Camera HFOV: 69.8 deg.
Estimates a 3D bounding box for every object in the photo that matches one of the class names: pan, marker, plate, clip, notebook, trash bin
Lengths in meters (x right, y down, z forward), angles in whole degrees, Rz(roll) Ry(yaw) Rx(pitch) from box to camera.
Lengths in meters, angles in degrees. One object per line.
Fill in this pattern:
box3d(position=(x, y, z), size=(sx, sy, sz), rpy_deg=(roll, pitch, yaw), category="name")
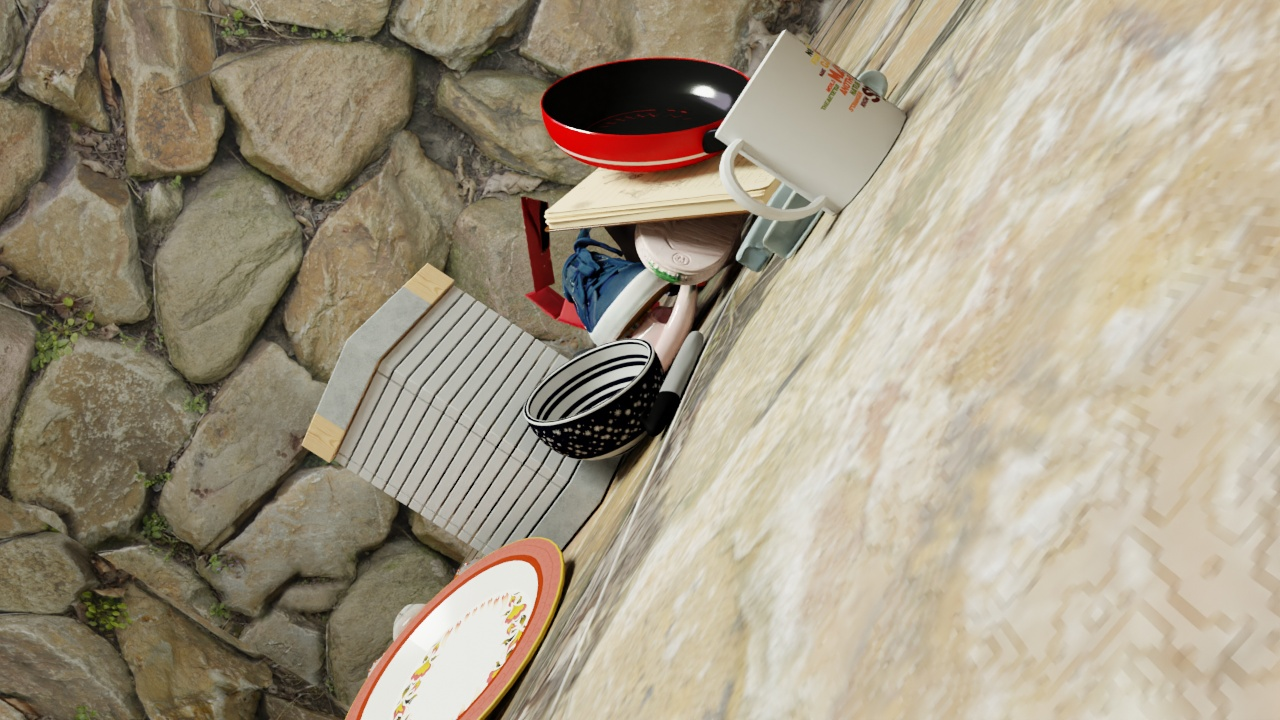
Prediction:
box3d(position=(0.048, -0.216, 0.857), size=(0.208, 0.356, 0.067), rpy_deg=(-24, -49, -24), category="pan")
box3d(position=(0.026, 0.014, 0.725), size=(0.016, 0.022, 0.138), rpy_deg=(-61, 2, 40), category="marker")
box3d(position=(-0.140, 0.229, 0.695), size=(0.230, 0.021, 0.229), rpy_deg=(-37, 18, 14), category="plate")
box3d(position=(0.120, -0.130, 0.698), size=(0.173, 0.030, 0.159), rpy_deg=(-58, 6, -19), category="clip")
box3d(position=(0.037, -0.173, 0.882), size=(0.167, 0.226, 0.024), rpy_deg=(-53, -45, -52), category="notebook")
box3d(position=(-0.150, 0.060, 0.851), size=(0.143, 0.247, 0.142), rpy_deg=(-54, 5, 36), category="trash bin")

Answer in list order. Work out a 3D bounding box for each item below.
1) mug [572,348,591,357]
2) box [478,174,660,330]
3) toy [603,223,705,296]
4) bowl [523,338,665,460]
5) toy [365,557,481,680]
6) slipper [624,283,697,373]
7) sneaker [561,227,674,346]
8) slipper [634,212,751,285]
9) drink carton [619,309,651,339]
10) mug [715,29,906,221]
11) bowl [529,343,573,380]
box3d(position=(-0.049, 0.018, 1.243), size=(0.121, 0.085, 0.094), rpy_deg=(-28, 6, 2), category="mug")
box3d(position=(-0.110, -0.122, 1.320), size=(0.121, 0.318, 0.211), rpy_deg=(-48, 4, 8), category="box")
box3d(position=(0.039, -0.171, 1.149), size=(0.183, 0.140, 0.159), rpy_deg=(-46, -35, -71), category="toy")
box3d(position=(-0.029, 0.042, 0.764), size=(0.120, 0.066, 0.120), rpy_deg=(-23, 23, 10), category="bowl")
box3d(position=(-0.206, 0.278, 0.928), size=(0.163, 0.093, 0.173), rpy_deg=(-51, -1, -28), category="toy")
box3d(position=(-0.005, 0.005, 0.934), size=(0.222, 0.055, 0.106), rpy_deg=(-56, 2, 20), category="slipper")
box3d(position=(-0.045, -0.094, 0.998), size=(0.120, 0.127, 0.294), rpy_deg=(-45, 11, -5), category="sneaker")
box3d(position=(0.058, -0.133, 0.928), size=(0.238, 0.094, 0.065), rpy_deg=(-56, -15, -50), category="slipper")
box3d(position=(-0.012, -0.013, 1.107), size=(0.040, 0.058, 0.122), rpy_deg=(-53, 6, 43), category="drink carton")
box3d(position=(0.096, -0.134, 0.565), size=(0.105, 0.089, 0.073), rpy_deg=(-58, 4, -11), category="mug")
box3d(position=(-0.084, 0.070, 1.046), size=(0.178, 0.081, 0.178), rpy_deg=(9, -96, -88), category="bowl")
